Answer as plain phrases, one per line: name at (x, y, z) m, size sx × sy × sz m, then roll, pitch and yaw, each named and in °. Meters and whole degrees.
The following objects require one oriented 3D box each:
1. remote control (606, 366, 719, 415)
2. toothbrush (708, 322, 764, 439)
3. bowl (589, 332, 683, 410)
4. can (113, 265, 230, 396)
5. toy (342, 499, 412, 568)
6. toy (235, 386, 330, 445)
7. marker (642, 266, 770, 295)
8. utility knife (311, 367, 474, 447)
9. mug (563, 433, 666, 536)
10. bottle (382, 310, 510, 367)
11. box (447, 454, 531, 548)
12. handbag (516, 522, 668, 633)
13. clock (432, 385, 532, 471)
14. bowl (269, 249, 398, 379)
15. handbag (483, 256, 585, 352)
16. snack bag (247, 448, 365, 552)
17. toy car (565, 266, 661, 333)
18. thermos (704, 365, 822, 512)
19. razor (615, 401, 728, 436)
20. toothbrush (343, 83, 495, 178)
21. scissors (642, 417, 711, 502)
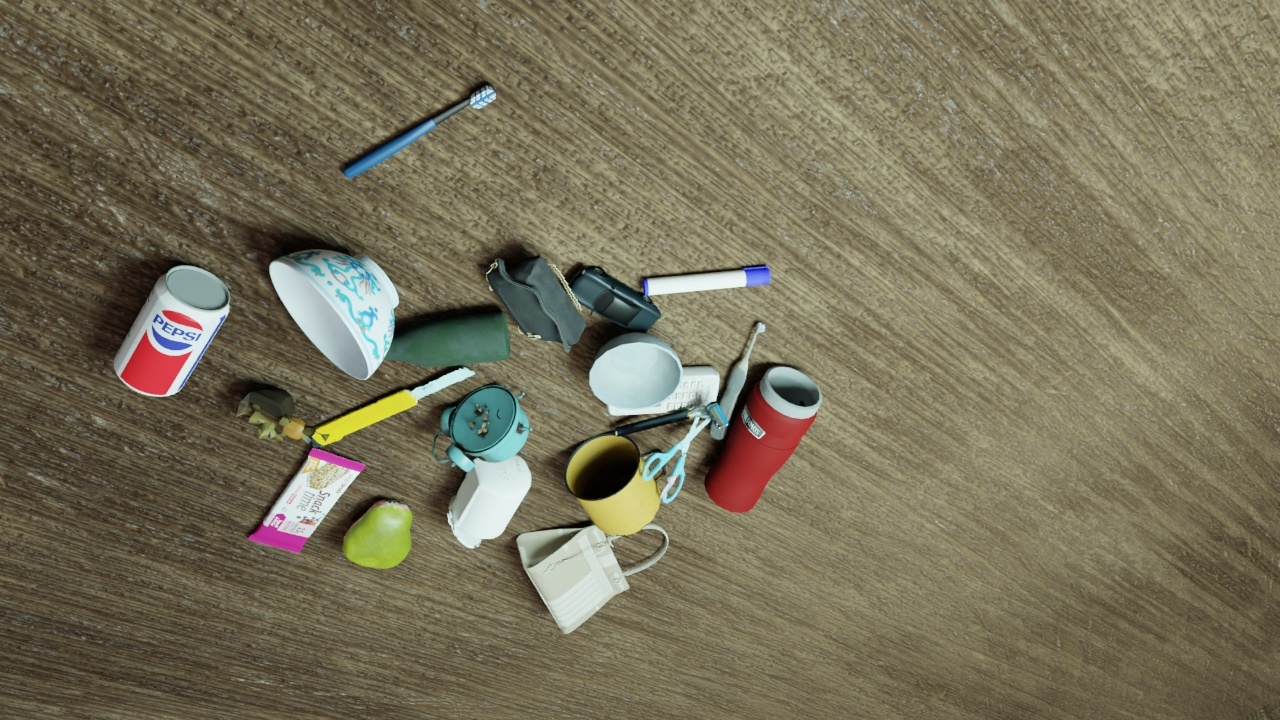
remote control at (0.027, 0.036, 1.119) m, size 0.138 × 0.025 × 0.060 m, roll -3°, pitch 131°, yaw -9°
toothbrush at (0.118, 0.026, 1.133) m, size 0.024 × 0.022 × 0.186 m, roll 1°, pitch 130°, yaw -19°
bowl at (-0.006, 0.006, 1.048) m, size 0.106 × 0.039 × 0.106 m, roll -3°, pitch 134°, yaw -3°
can at (-0.473, -0.028, 0.928) m, size 0.070 × 0.070 × 0.132 m, roll 27°, pitch 121°, yaw -30°
toy at (-0.335, 0.226, 1.196) m, size 0.090 × 0.051 × 0.110 m, roll 19°, pitch 122°, yaw -29°
toy at (-0.400, 0.068, 1.031) m, size 0.100 × 0.062 × 0.076 m, roll 30°, pitch 139°, yaw -12°
marker at (0.074, -0.089, 1.023) m, size 0.141 × 0.020 × 0.020 m, roll -6°, pitch 132°, yaw -7°
utility knife at (-0.294, 0.055, 1.074) m, size 0.224 × 0.019 × 0.030 m, roll -21°, pitch 138°, yaw 13°
mug at (-0.022, 0.155, 1.167) m, size 0.124 × 0.100 × 0.094 m, roll -26°, pitch 133°, yaw 2°
bottle at (-0.231, -0.018, 0.999) m, size 0.174 × 0.055 × 0.055 m, roll -7°, pitch 132°, yaw -4°
box at (-0.201, 0.180, 1.167) m, size 0.089 × 0.080 × 0.144 m, roll 2°, pitch 134°, yaw -34°
handbag at (-0.054, 0.288, 1.319) m, size 0.198 × 0.062 × 0.176 m, roll -22°, pitch 133°, yaw -3°
clock at (-0.188, 0.083, 1.076) m, size 0.124 × 0.090 × 0.053 m, roll -26°, pitch 141°, yaw 10°
bowl at (-0.293, -0.060, 0.920) m, size 0.074 × 0.144 × 0.144 m, roll -43°, pitch 140°, yaw -28°
handbag at (-0.116, -0.061, 0.978) m, size 0.079 × 0.054 × 0.128 m, roll -1°, pitch 138°, yaw 31°
snack bag at (-0.423, 0.181, 1.159) m, size 0.070 × 0.016 × 0.197 m, roll 25°, pitch 123°, yaw -31°
toy car at (-0.029, -0.064, 1.012) m, size 0.112 × 0.034 × 0.046 m, roll 28°, pitch 121°, yaw -30°
thermos at (0.162, 0.102, 1.172) m, size 0.107 × 0.084 × 0.199 m, roll -6°, pitch 137°, yaw -33°
razor at (0.034, 0.073, 1.127) m, size 0.144 × 0.022 × 0.043 m, roll -12°, pitch 129°, yaw 23°
toothbrush at (-0.208, -0.213, 0.857) m, size 0.168 × 0.014 × 0.014 m, roll -27°, pitch 142°, yaw 11°
scissors at (0.042, 0.111, 1.146) m, size 0.111 × 0.015 × 0.141 m, roll 18°, pitch 92°, yaw -52°
